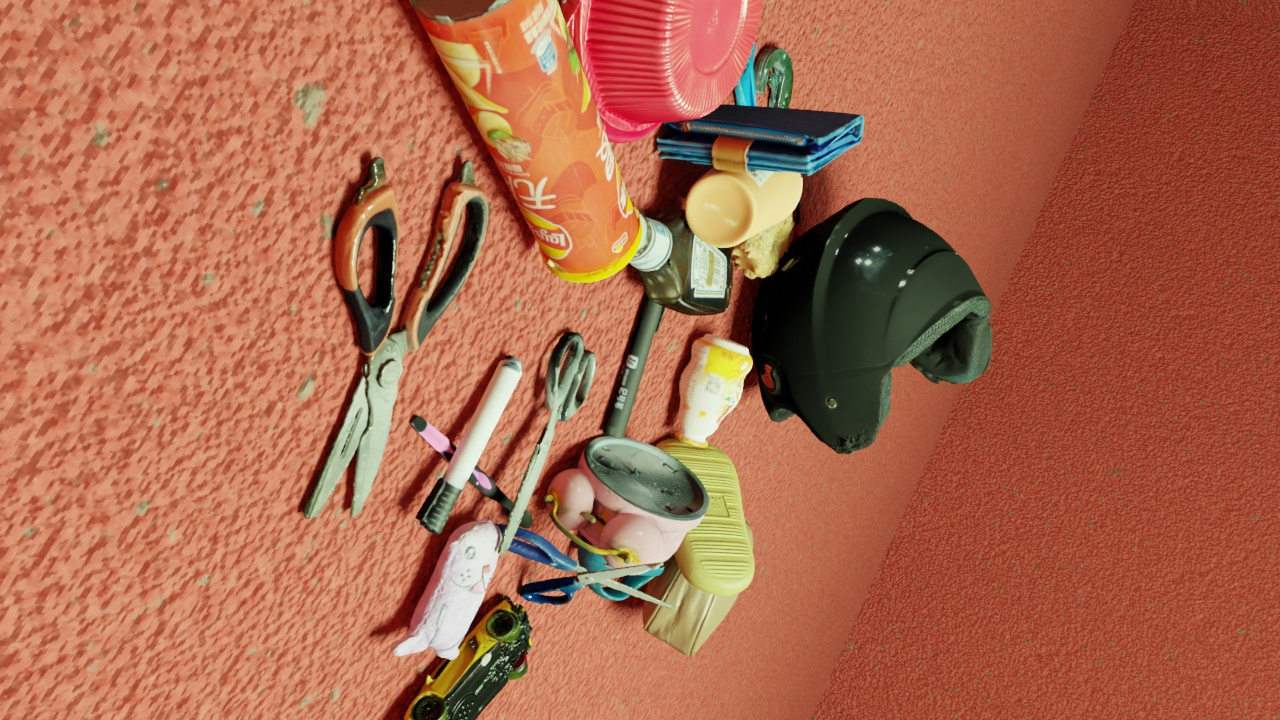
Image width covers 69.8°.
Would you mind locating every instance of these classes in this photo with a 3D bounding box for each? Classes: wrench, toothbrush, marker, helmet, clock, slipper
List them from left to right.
[{"bbox_3d":[-0.113,0.054,0.618,0.022,0.018,0.130,46,60,-48],"label":"marker"},{"bbox_3d":[-0.119,0.083,0.658,0.014,0.018,0.189,-59,150,-19],"label":"toothbrush"},{"bbox_3d":[-0.014,0.123,0.773,0.158,0.117,0.060,-14,134,-61],"label":"clock"},{"bbox_3d":[-0.005,0.005,0.800,0.022,0.020,0.132,7,104,-48],"label":"marker"},{"bbox_3d":[0.050,0.157,0.885,0.091,0.190,0.082,12,126,-20],"label":"slipper"},{"bbox_3d":[0.143,-0.202,0.918,0.056,0.016,0.274,-54,151,-20],"label":"wrench"},{"bbox_3d":[0.229,-0.036,0.981,0.232,0.230,0.276,-21,172,-37],"label":"helmet"}]

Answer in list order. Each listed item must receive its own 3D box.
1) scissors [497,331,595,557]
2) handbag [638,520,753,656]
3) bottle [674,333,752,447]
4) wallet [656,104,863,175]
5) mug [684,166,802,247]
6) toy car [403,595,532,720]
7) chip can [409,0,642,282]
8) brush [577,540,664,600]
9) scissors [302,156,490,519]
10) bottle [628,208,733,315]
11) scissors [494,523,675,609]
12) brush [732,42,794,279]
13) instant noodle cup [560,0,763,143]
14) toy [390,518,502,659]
[{"bbox_3d":[-0.069,0.065,0.698,0.136,0.014,0.175,-20,118,-65],"label":"scissors"},{"bbox_3d":[0.062,0.237,1.014,0.147,0.100,0.204,-64,168,-1],"label":"handbag"},{"bbox_3d":[0.068,0.030,0.909,0.063,0.063,0.108,6,105,-63],"label":"bottle"},{"bbox_3d":[0.093,-0.174,0.711,0.106,0.133,0.040,-37,132,-47],"label":"wallet"},{"bbox_3d":[0.084,-0.136,0.760,0.122,0.078,0.078,-44,148,-61],"label":"mug"},{"bbox_3d":[-0.138,0.255,0.721,0.155,0.041,0.071,-48,148,-38],"label":"toy car"},{"bbox_3d":[-0.057,-0.136,0.531,0.073,0.073,0.217,-57,151,-21],"label":"chip can"},{"bbox_3d":[-0.019,0.195,0.885,0.073,0.055,0.143,-66,155,-3],"label":"brush"},{"bbox_3d":[-0.146,-0.014,0.522,0.195,0.015,0.216,-49,150,-33],"label":"scissors"},{"bbox_3d":[0.022,-0.085,0.742,0.194,0.044,0.080,15,77,-63],"label":"bottle"},{"bbox_3d":[-0.052,0.168,0.728,0.162,0.173,0.012,39,49,-29],"label":"scissors"},{"bbox_3d":[0.109,-0.179,0.856,0.083,0.046,0.255,-49,145,-26],"label":"brush"},{"bbox_3d":[0.026,-0.235,0.616,0.193,0.066,0.194,-42,145,-40],"label":"instant noodle cup"},{"bbox_3d":[-0.134,0.163,0.658,0.108,0.039,0.084,-64,156,-6],"label":"toy"}]
